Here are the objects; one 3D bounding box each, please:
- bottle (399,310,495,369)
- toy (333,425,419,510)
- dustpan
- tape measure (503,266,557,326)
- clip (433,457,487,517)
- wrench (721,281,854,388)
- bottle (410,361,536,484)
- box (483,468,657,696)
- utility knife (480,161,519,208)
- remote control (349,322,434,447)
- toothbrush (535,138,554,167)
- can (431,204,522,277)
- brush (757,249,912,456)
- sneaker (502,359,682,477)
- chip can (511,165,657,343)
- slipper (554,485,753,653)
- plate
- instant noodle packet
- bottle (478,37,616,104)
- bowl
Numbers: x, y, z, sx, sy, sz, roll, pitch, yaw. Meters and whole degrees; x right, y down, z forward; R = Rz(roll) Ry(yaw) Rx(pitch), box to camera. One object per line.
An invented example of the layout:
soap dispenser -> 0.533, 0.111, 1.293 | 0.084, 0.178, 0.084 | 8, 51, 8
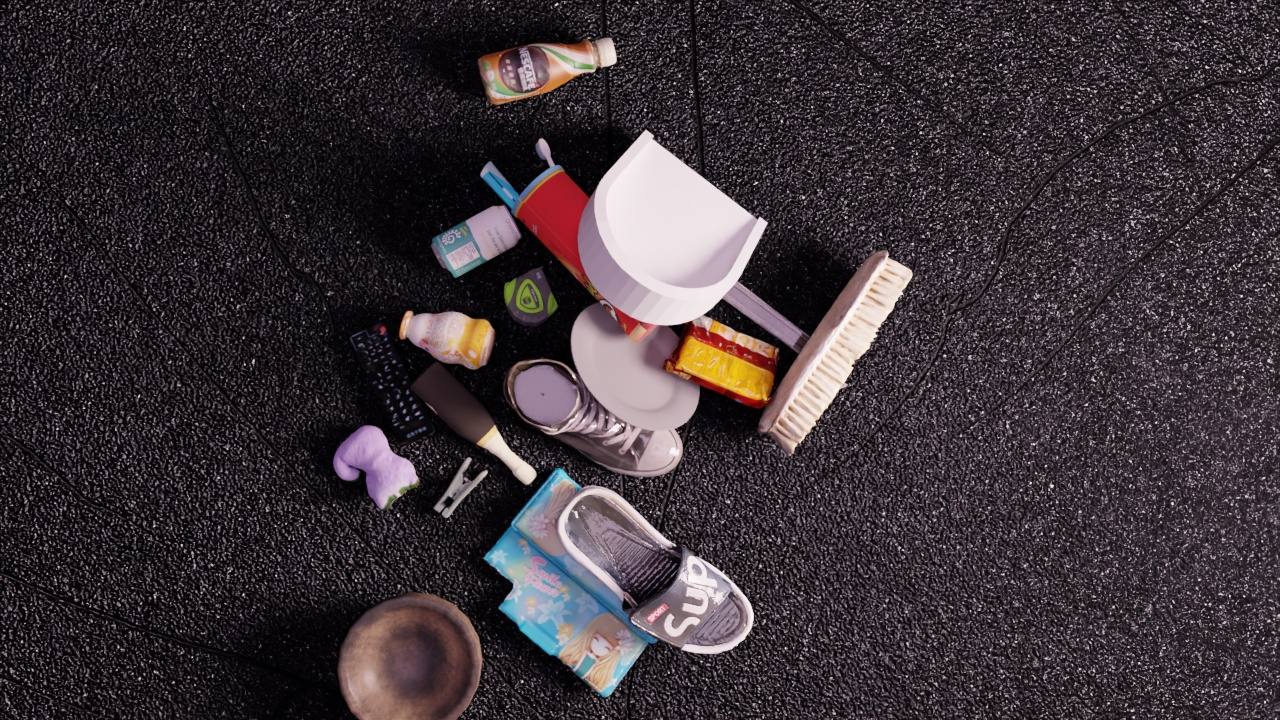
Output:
bottle -> -0.232, -0.029, 1.102 | 0.109, 0.063, 0.063 | 15, 86, -4
toy -> -0.321, 0.131, 1.104 | 0.080, 0.036, 0.099 | -39, 85, 5
dustpan -> 0.037, -0.155, 1.054 | 0.191, 0.053, 0.256 | 36, 51, -5
tape measure -> -0.136, -0.074, 1.125 | 0.058, 0.036, 0.065 | -20, 85, -13
clip -> -0.220, 0.155, 1.114 | 0.037, 0.023, 0.075 | 38, 87, -2
wrench -> 0.154, -0.057, 1.152 | 0.273, 0.010, 0.070 | 37, 86, -1
bottle -> -0.196, 0.081, 1.109 | 0.045, 0.045, 0.184 | -45, 97, -5
box -> -0.071, 0.269, 1.111 | 0.227, 0.039, 0.181 | 40, 84, -1
utility knife -> -0.146, -0.189, 1.142 | 0.022, 0.015, 0.141 | -44, 92, -5
remote control -> -0.301, 0.030, 1.118 | 0.047, 0.022, 0.150 | -25, 87, -4
toothbrush -> -0.076, -0.175, 1.139 | 0.027, 0.027, 0.222 | -25, 87, -39
can -> -0.199, -0.146, 1.115 | 0.101, 0.055, 0.055 | -29, 89, -4
brush -> 0.232, -0.012, 1.106 | 0.056, 0.083, 0.271 | 34, 85, -1
sneaker -> -0.054, 0.068, 1.080 | 0.235, 0.120, 0.095 | 33, 85, -4
chip can -> -0.049, -0.125, 1.080 | 0.087, 0.087, 0.213 | -44, 88, -5
slipper -> 0.015, 0.251, 1.069 | 0.264, 0.063, 0.111 | 41, 83, 1
plate -> -0.006, 0.006, 1.086 | 0.178, 0.012, 0.178 | 21, 48, -25
instant noodle packet -> 0.101, 0.000, 1.113 | 0.135, 0.040, 0.098 | 22, 46, -2
bottle -> -0.113, -0.362, 1.130 | 0.167, 0.059, 0.059 | -15, 88, -4
bowl -> -0.265, 0.351, 1.076 | 0.162, 0.070, 0.162 | 0, 87, -3
